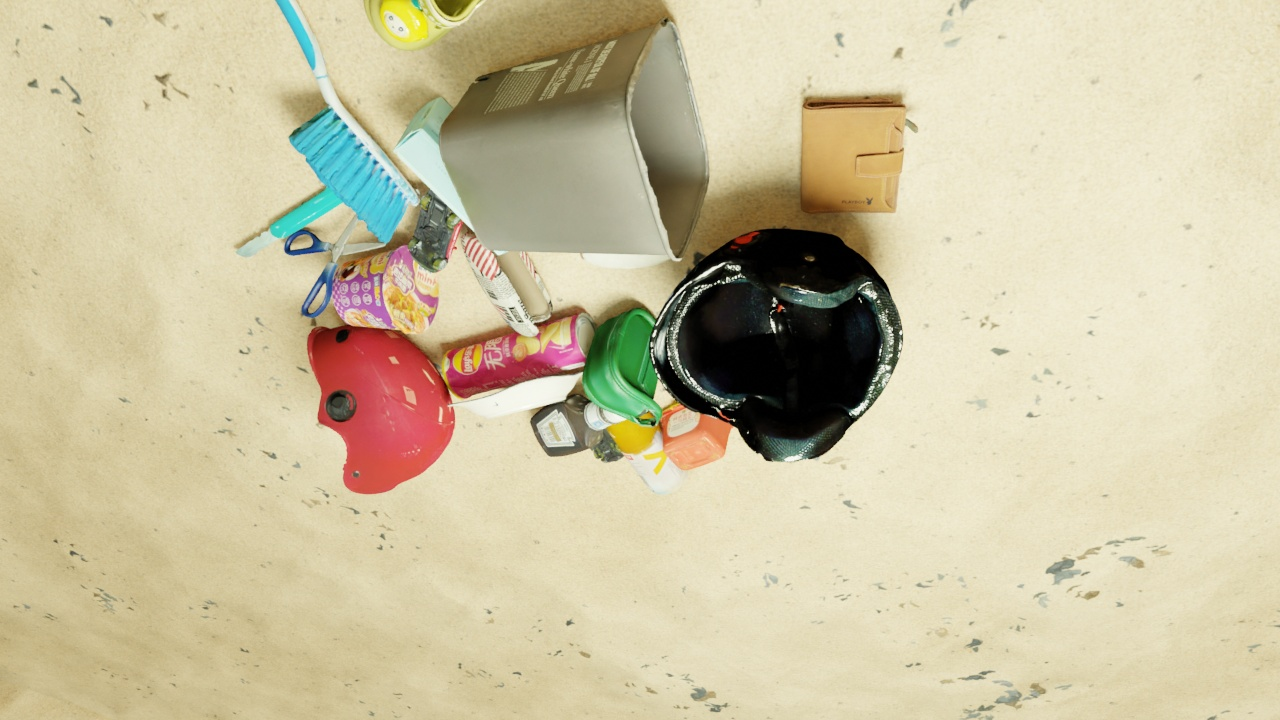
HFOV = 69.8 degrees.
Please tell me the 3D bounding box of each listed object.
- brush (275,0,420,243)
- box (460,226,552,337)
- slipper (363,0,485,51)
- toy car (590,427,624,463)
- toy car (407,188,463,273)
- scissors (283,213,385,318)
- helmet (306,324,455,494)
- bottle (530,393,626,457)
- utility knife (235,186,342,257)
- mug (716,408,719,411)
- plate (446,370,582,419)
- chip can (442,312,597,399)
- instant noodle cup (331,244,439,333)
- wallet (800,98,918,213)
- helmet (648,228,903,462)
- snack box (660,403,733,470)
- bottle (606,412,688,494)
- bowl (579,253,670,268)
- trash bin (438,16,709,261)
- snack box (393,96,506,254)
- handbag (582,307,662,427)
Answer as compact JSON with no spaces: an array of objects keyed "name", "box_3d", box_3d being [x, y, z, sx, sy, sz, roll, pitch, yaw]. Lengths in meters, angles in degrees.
[{"name":"brush","box_3d":[-0.348,-0.276,1.009,0.109,0.060,0.314,-44,128,-10]},{"name":"box","box_3d":[-0.175,-0.093,1.143,0.075,0.081,0.163,-4,134,26]},{"name":"slipper","box_3d":[-0.197,-0.365,0.890,0.191,0.081,0.091,-24,123,25]},{"name":"toy car","box_3d":[-0.061,0.104,1.343,0.048,0.032,0.105,-24,113,30]},{"name":"toy car","box_3d":[-0.242,-0.160,1.110,0.053,0.045,0.121,38,129,7]},{"name":"scissors","box_3d":[-0.386,-0.130,1.141,0.176,0.162,0.012,15,179,29]},{"name":"helmet","box_3d":[-0.334,0.048,1.233,0.144,0.206,0.240,-18,97,5]},{"name":"bottle","box_3d":[-0.080,0.083,1.267,0.195,0.043,0.080,-23,96,51]},{"name":"utility knife","box_3d":[-0.436,-0.177,1.156,0.222,0.013,0.029,-23,126,26]},{"name":"mug","box_3d":[0.151,0.034,1.189,0.124,0.103,0.084,6,134,3]},{"name":"plate","box_3d":[-0.156,0.049,1.229,0.165,0.163,0.034,-16,87,26]},{"name":"chip can","box_3d":[-0.159,-0.005,1.230,0.211,0.071,0.071,-15,129,22]},{"name":"instant noodle cup","box_3d":[-0.327,-0.088,1.163,0.099,0.111,0.112,-1,133,23]},{"name":"wallet","box_3d":[0.233,-0.218,0.987,0.119,0.035,0.131,5,134,14]},{"name":"helmet","box_3d":[0.152,-0.035,1.036,0.275,0.229,0.234,3,119,6]},{"name":"snack box","box_3d":[0.076,0.102,1.282,0.091,0.080,0.082,-24,124,29]},{"name":"bottle","box_3d":[0.002,0.113,1.314,0.068,0.067,0.189,-18,124,25]},{"name":"bowl","box_3d":[-0.014,-0.151,1.057,0.113,0.062,0.113,-1,169,0]},{"name":"trash bin","box_3d":[-0.063,-0.216,0.940,0.220,0.198,0.199,-1,132,20]},{"name":"snack box","box_3d":[-0.193,-0.207,1.041,0.052,0.074,0.175,-25,124,30]},{"name":"handbag","box_3d":[-0.007,0.007,1.175,0.120,0.131,0.068,36,139,-27]}]
